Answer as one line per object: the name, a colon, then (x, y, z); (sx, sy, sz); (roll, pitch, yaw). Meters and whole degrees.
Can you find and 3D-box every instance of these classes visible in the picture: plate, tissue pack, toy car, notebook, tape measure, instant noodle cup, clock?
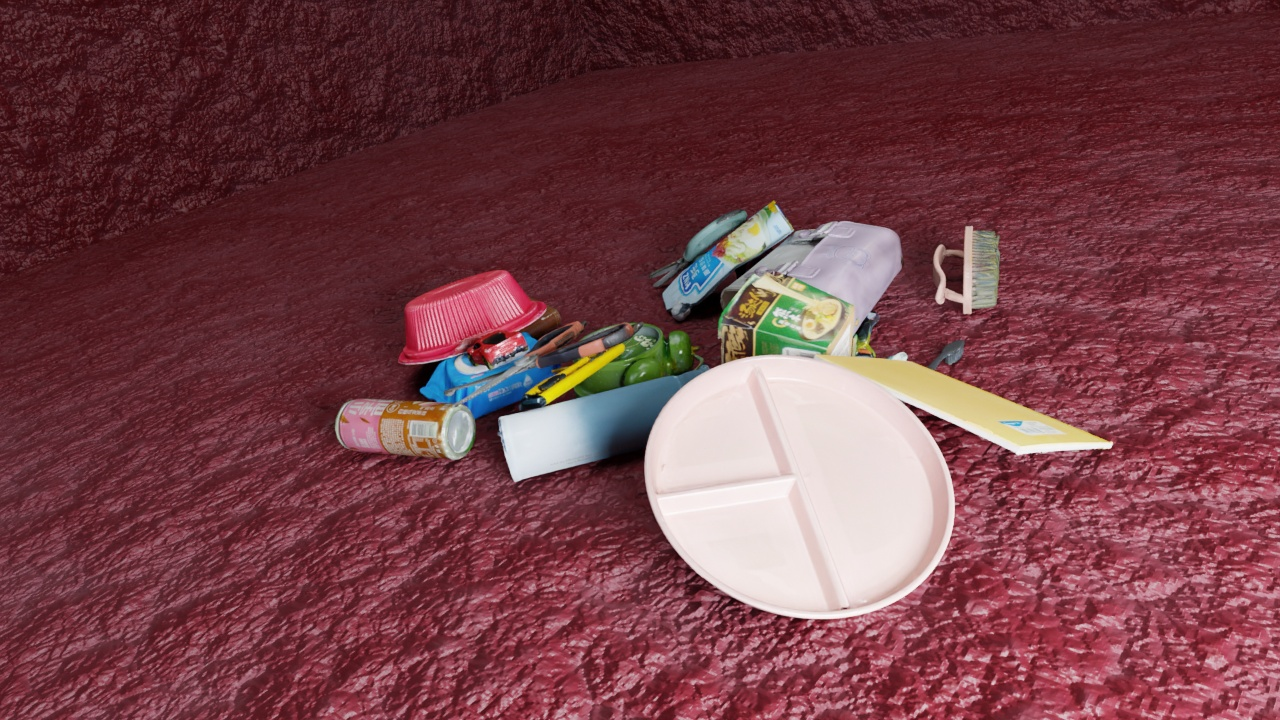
plate: (0.117, 0.090, 0.687); (0.229, 0.028, 0.229); (2, 49, -2)
tissue pack: (-0.168, 0.015, 1.052); (0.156, 0.052, 0.095); (-23, 27, -23)
toy car: (-0.159, -0.014, 0.992); (0.049, 0.031, 0.106); (-29, 12, -20)
notebook: (0.267, 0.033, 0.776); (0.145, 0.010, 0.206); (3, 17, -39)
tape measure: (0.150, -0.129, 1.212); (0.057, 0.057, 0.039); (-26, 28, -11)
instant noodle cup: (-0.215, -0.060, 1.124); (0.194, 0.066, 0.193); (-16, 16, 5)
clock: (-0.006, 0.006, 0.994); (0.161, 0.056, 0.115); (6, 31, 34)

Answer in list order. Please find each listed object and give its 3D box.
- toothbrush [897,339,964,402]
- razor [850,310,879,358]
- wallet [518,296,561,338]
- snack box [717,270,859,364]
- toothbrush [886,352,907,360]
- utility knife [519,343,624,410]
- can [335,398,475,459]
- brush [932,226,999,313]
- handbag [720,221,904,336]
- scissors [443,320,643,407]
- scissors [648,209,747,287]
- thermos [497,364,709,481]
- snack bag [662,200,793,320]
toothbrush: (0.261, 0.028, 0.883); (0.188, 0.018, 0.014); (-34, 31, -32)
razor: (0.242, -0.025, 0.988); (0.043, 0.022, 0.142); (0, 27, 22)
wallet: (-0.173, -0.047, 1.218); (0.101, 0.032, 0.125); (-27, 28, -24)
snack box: (0.147, -0.014, 0.904); (0.106, 0.118, 0.117); (16, 44, 26)
toothbrush: (0.189, 0.041, 0.866); (0.223, 0.026, 0.027); (-31, 10, -35)
utility knife: (-0.067, 0.011, 0.914); (0.033, 0.015, 0.154); (4, 26, 37)
can: (-0.247, 0.071, 0.962); (0.147, 0.058, 0.057); (2, 28, 27)
brush: (0.368, -0.098, 1.040); (0.073, 0.063, 0.145); (2, 30, 20)
handbag: (0.199, -0.087, 1.042); (0.145, 0.098, 0.196); (2, 29, 36)
scissors: (-0.103, -0.002, 0.955); (0.189, 0.015, 0.221); (-8, 20, 42)
scissors: (0.089, -0.154, 1.239); (0.172, 0.019, 0.179); (-22, -15, -19)
thermos: (-0.023, 0.060, 0.878); (0.220, 0.070, 0.070); (-13, 25, -3)
snack bag: (0.106, -0.126, 1.166); (0.191, 0.039, 0.110); (-37, 31, 16)
